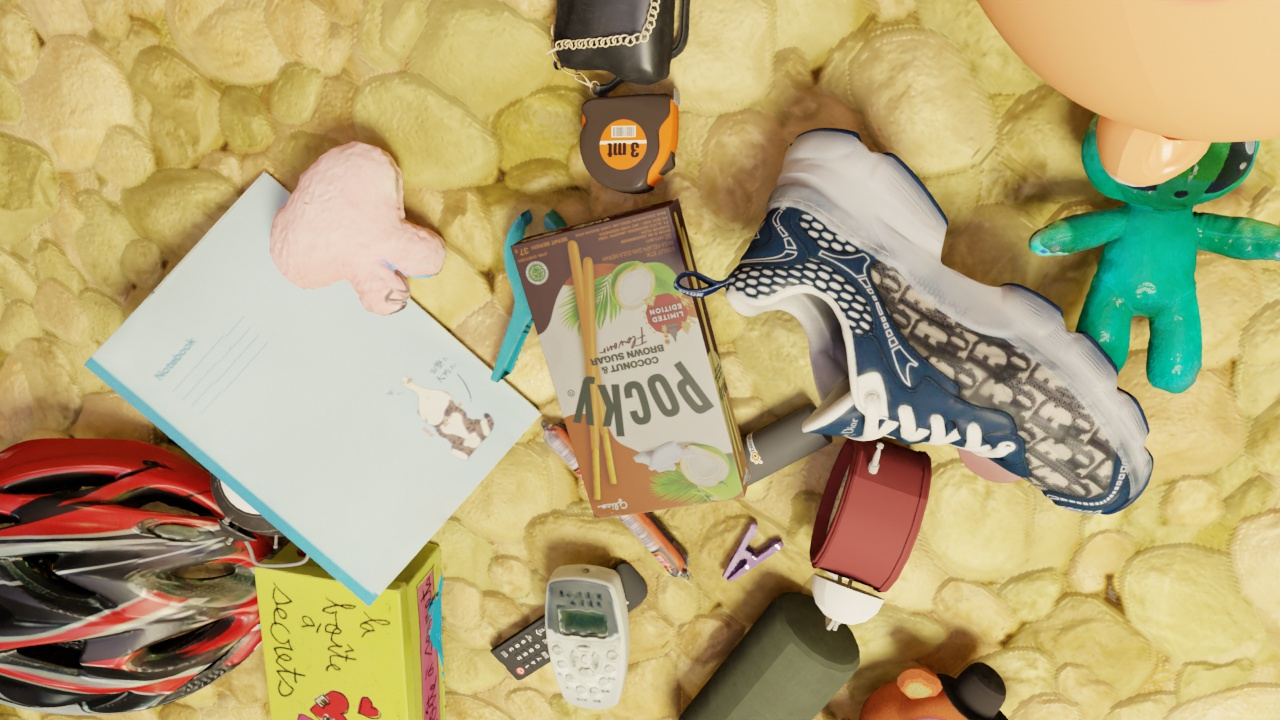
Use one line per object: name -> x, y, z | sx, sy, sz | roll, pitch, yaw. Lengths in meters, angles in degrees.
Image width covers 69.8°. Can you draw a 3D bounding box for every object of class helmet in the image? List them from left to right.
helmet -> -0.414, 0.173, 0.706 | 0.272, 0.166, 0.218 | 6, 115, -3

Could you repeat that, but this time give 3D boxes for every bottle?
bottle -> 0.072, 0.261, 0.664 | 0.071, 0.071, 0.207 | 32, 113, 0
bottle -> 0.071, 0.067, 0.614 | 0.113, 0.030, 0.030 | -31, 101, 21

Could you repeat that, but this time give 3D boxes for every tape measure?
tape measure -> -0.005, -0.131, 0.555 | 0.058, 0.038, 0.059 | 0, 96, 12
tape measure -> 0.223, 0.048, 0.579 | 0.059, 0.019, 0.051 | 27, 116, 9

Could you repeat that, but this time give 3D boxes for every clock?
clock -> -0.263, 0.085, 0.662 | 0.091, 0.044, 0.122 | -3, 73, 3
clock -> 0.139, 0.104, 0.577 | 0.048, 0.096, 0.138 | 19, 110, 6

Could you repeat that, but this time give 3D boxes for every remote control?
remote control -> -0.057, 0.201, 0.700 | 0.147, 0.015, 0.033 | -38, 98, 22
remote control -> -0.038, 0.203, 0.671 | 0.060, 0.028, 0.114 | 3, 110, 11

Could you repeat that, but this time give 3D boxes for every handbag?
handbag -> -0.016, -0.217, 0.522 | 0.079, 0.054, 0.129 | 12, 115, 20

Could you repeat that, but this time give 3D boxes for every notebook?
notebook -> -0.222, 0.021, 0.632 | 0.253, 0.009, 0.181 | 41, 87, -4

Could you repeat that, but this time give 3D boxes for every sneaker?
sneaker -> 0.148, 0.006, 0.506 | 0.269, 0.103, 0.132 | 44, 81, 0

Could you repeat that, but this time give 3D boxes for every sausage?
sausage -> -0.015, 0.098, 0.650 | 0.020, 0.020, 0.155 | -40, 98, 22

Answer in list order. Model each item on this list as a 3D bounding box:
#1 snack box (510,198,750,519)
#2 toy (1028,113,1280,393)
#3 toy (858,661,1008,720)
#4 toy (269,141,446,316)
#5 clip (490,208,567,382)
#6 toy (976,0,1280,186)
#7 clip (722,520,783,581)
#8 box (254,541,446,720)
snack box -> -0.003, 0.003, 0.575 | 0.101, 0.031, 0.186 | -11, 105, 17
toy -> 0.278, -0.080, 0.497 | 0.131, 0.072, 0.193 | 6, 102, 9
toy -> 0.193, 0.279, 0.639 | 0.112, 0.096, 0.176 | 27, 102, 2
toy -> -0.184, -0.081, 0.603 | 0.105, 0.053, 0.108 | 43, 99, -14
clip -> -0.055, -0.039, 0.606 | 0.103, 0.027, 0.120 | -1, 110, 10
toy -> 0.248, -0.210, 0.349 | 0.263, 0.265, 0.281 | -14, 122, 15
clip -> 0.081, 0.137, 0.648 | 0.045, 0.014, 0.051 | 11, 109, 5
box -> -0.221, 0.246, 0.720 | 0.124, 0.079, 0.221 | 8, 113, 10
